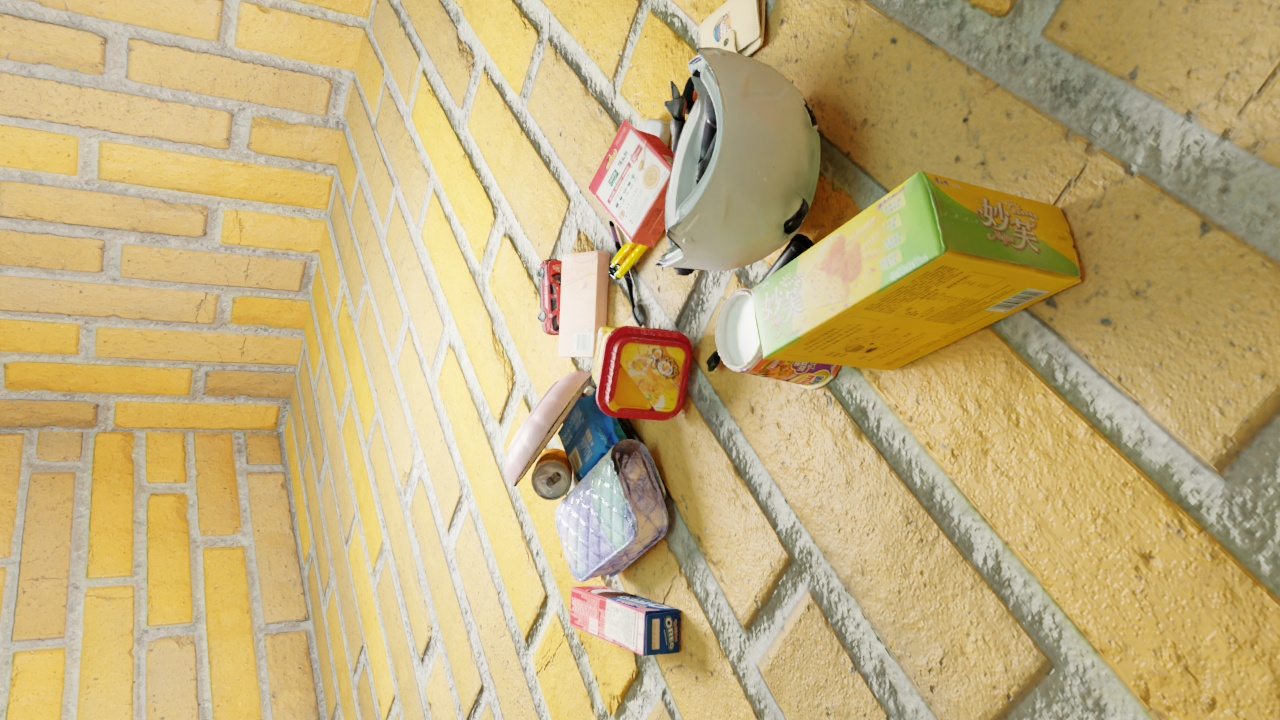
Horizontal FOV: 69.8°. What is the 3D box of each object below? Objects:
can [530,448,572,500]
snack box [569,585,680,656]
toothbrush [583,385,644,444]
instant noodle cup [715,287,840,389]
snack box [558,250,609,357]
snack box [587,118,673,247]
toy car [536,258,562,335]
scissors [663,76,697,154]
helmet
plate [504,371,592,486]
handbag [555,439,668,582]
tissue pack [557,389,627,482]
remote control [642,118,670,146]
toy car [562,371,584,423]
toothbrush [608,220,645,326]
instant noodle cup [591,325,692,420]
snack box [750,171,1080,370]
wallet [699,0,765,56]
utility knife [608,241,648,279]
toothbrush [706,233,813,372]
[{"bbox_3d":[-0.129,0.166,1.351,0.146,0.058,0.058,-149,64,-86],"label":"can"},{"bbox_3d":[-0.024,0.342,1.214,0.208,0.057,0.058,-6,79,59],"label":"snack box"},{"bbox_3d":[-0.038,0.079,1.304,0.181,0.018,0.016,43,116,51],"label":"toothbrush"},{"bbox_3d":[0.138,-0.029,0.934,0.112,0.099,0.111,-14,74,58],"label":"instant noodle cup"},{"bbox_3d":[-0.085,-0.083,1.371,0.085,0.026,0.157,2,89,46],"label":"snack box"},{"bbox_3d":[-0.001,-0.233,1.203,0.113,0.044,0.127,-57,50,28],"label":"snack box"},{"bbox_3d":[-0.131,-0.100,1.442,0.045,0.052,0.120,-6,88,38],"label":"toy car"},{"bbox_3d":[0.046,-0.306,1.066,0.234,0.022,0.162,80,-155,-73],"label":"scissors"},{"bbox_3d":[0.105,-0.196,0.950,0.259,0.146,0.229,138,141,-85],"label":"helmet"},{"bbox_3d":[-0.136,0.088,1.290,0.192,0.039,0.192,-55,-1,-1],"label":"plate"},{"bbox_3d":[-0.040,0.207,1.233,0.194,0.075,0.134,-47,56,45],"label":"handbag"},{"bbox_3d":[-0.065,0.109,1.292,0.095,0.052,0.158,65,149,22],"label":"tissue pack"},{"bbox_3d":[0.011,-0.259,1.246,0.056,0.020,0.136,32,115,57],"label":"remote control"},{"bbox_3d":[-0.114,0.057,1.414,0.107,0.031,0.049,-51,47,49],"label":"toy car"},{"bbox_3d":[-0.020,-0.127,1.293,0.017,0.014,0.188,-44,50,40],"label":"toothbrush"},{"bbox_3d":[-0.007,0.007,1.175,0.123,0.116,0.116,-141,59,-68],"label":"instant noodle cup"},{"bbox_3d":[0.215,-0.062,0.747,0.211,0.157,0.070,-35,56,54],"label":"snack box"},{"bbox_3d":[0.108,-0.388,1.093,0.115,0.024,0.087,-16,74,57],"label":"wallet"},{"bbox_3d":[0.012,-0.176,1.231,0.207,0.015,0.033,-46,55,40],"label":"utility knife"},{"bbox_3d":[0.126,-0.058,1.026,0.027,0.026,0.213,-87,23,-44],"label":"toothbrush"}]
